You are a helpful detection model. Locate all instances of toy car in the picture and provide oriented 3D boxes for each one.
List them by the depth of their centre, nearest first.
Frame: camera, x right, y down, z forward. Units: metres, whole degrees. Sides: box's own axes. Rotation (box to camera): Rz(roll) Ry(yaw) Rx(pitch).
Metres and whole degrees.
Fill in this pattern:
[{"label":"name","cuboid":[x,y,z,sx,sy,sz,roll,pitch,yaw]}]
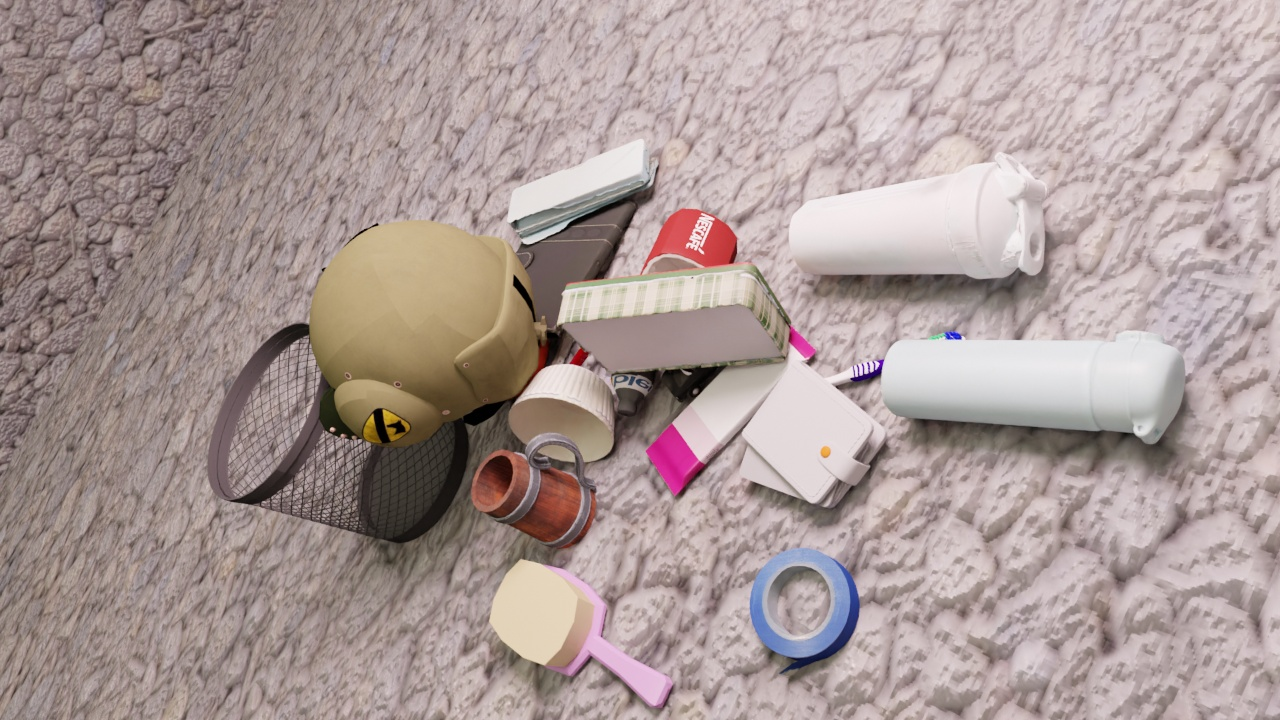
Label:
[{"label":"toy car","cuboid":[0.060,-0.002,0.937,0.092,0.037,0.040,-46,43,12]}]

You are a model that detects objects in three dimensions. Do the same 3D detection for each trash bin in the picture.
[{"label":"trash bin","cuboid":[-0.359,0.101,1.120,0.218,0.227,0.217,-22,52,32]}]

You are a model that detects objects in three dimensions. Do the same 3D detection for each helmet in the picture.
[{"label":"helmet","cuboid":[-0.218,-0.029,0.974,0.234,0.255,0.249,-35,40,31]}]

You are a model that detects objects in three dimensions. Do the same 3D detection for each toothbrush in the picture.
[{"label":"toothbrush","cuboid":[0.198,0.010,0.819,0.187,0.016,0.015,-22,55,32]}]

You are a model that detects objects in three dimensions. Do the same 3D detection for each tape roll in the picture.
[{"label":"tape roll","cuboid":[0.135,0.202,0.761,0.091,0.016,0.093,-40,45,18]}]

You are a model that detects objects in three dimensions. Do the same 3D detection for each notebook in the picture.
[{"label":"notebook","cuboid":[-0.111,-0.116,1.141,0.170,0.029,0.208,5,54,41]}]

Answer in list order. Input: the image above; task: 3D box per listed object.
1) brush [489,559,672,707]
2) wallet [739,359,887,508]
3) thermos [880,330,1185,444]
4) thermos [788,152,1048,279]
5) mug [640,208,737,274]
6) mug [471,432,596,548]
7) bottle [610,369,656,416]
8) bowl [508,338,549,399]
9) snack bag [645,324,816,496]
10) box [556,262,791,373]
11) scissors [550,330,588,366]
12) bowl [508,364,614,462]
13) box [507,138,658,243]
[{"label":"brush","cuboid":[-0.061,0.266,0.883,0.229,0.043,0.089,18,79,47]},{"label":"wallet","cuboid":[0.143,0.077,0.809,0.115,0.037,0.118,-56,46,12]},{"label":"thermos","cuboid":[0.290,0.017,0.693,0.207,0.065,0.077,1,73,43]},{"label":"thermos","cuboid":[0.237,-0.118,0.803,0.221,0.099,0.099,2,68,47]},{"label":"mug","cuboid":[0.064,-0.090,0.943,0.081,0.116,0.096,-60,4,39]},{"label":"mug","cuboid":[-0.100,0.130,0.950,0.117,0.111,0.081,-45,44,12]},{"label":"bottle","cuboid":[-0.006,0.006,0.986,0.047,0.047,0.112,-9,60,39]},{"label":"bowl","cuboid":[-0.154,-0.001,1.136,0.122,0.035,0.121,-22,52,32]},{"label":"snack bag","cuboid":[0.086,0.043,0.902,0.197,0.016,0.070,-47,45,11]},{"label":"box","cuboid":[0.032,-0.037,0.879,0.206,0.117,0.050,-4,62,30]},{"label":"scissors","cuboid":[-0.085,-0.004,1.076,0.199,0.015,0.179,-42,32,34]},{"label":"bowl","cuboid":[-0.078,0.052,0.986,0.116,0.115,0.062,-17,41,35]},{"label":"box","cuboid":[-0.075,-0.211,1.148,0.199,0.067,0.083,-17,22,22]}]
